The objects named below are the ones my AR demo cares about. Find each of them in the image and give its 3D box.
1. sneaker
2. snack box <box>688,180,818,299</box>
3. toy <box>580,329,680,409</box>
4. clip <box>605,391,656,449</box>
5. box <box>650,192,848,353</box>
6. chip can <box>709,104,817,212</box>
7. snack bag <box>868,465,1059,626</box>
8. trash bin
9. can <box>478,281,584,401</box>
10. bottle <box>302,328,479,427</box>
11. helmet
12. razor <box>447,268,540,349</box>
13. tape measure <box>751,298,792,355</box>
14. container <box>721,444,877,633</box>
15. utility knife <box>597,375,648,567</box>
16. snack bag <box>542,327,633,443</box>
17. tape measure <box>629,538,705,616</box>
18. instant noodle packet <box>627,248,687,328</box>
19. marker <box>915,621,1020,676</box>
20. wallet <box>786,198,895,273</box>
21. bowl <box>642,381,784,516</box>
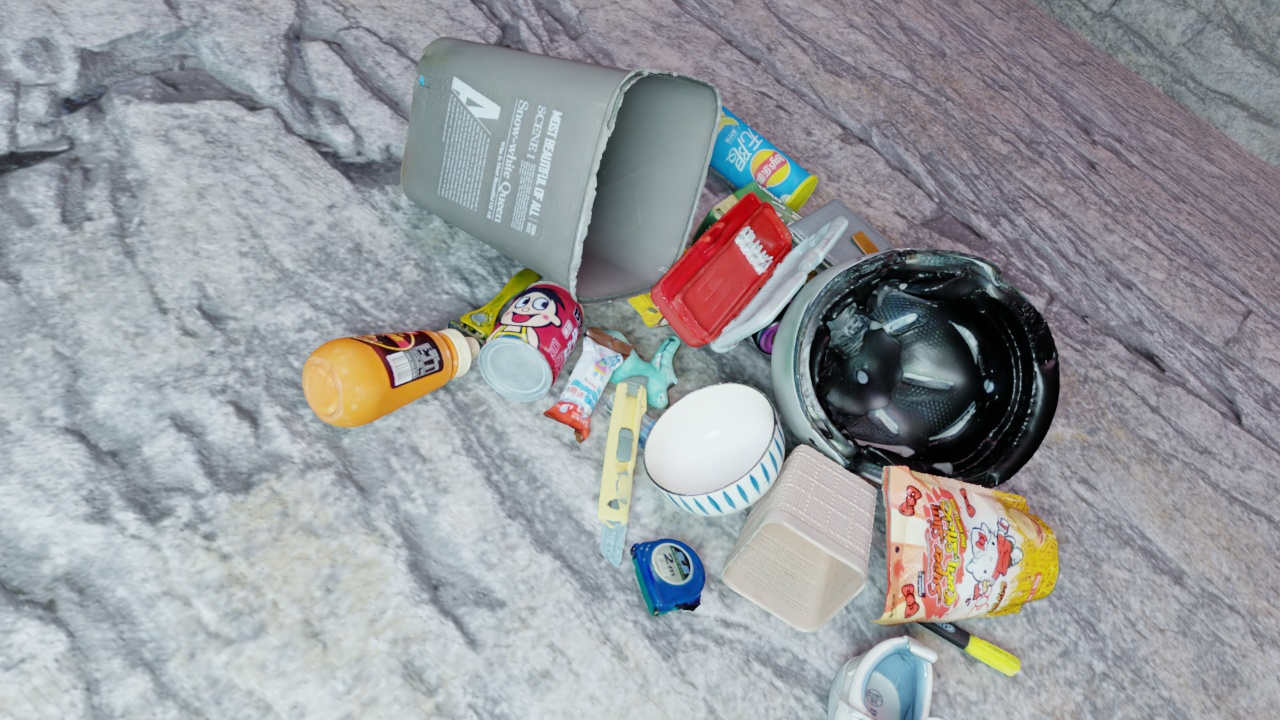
[{"bbox_3d":[0.156,0.287,0.607,0.089,0.091,0.241,31,42,2],"label":"sneaker"},{"bbox_3d":[0.179,-0.094,1.015,0.240,0.063,0.114,39,40,10],"label":"snack box"},{"bbox_3d":[-0.005,0.005,0.832,0.092,0.030,0.096,33,62,-1],"label":"toy"},{"bbox_3d":[-0.007,0.051,0.800,0.058,0.037,0.025,44,48,11],"label":"clip"},{"bbox_3d":[0.107,-0.097,0.863,0.094,0.100,0.200,50,48,-9],"label":"box"},{"bbox_3d":[0.117,-0.261,1.139,0.210,0.071,0.071,41,42,13],"label":"chip can"},{"bbox_3d":[0.272,0.163,0.783,0.207,0.073,0.128,12,83,-37],"label":"snack bag"},{"bbox_3d":[-0.077,-0.182,0.820,0.220,0.199,0.198,24,21,23],"label":"trash bin"},{"bbox_3d":[-0.090,-0.019,0.782,0.066,0.067,0.093,28,41,-3],"label":"can"},{"bbox_3d":[-0.184,0.005,0.713,0.067,0.067,0.149,47,37,18],"label":"bottle"},{"bbox_3d":[0.235,0.009,0.863,0.273,0.230,0.157,10,1,-24],"label":"helmet"},{"bbox_3d":[-0.122,-0.055,0.833,0.043,0.028,0.132,31,39,5],"label":"razor"},{"bbox_3d":[0.141,-0.035,0.940,0.057,0.057,0.039,28,34,-40],"label":"tape measure"},{"bbox_3d":[0.134,0.139,0.743,0.090,0.090,0.110,32,38,2],"label":"container"},{"bbox_3d":[-0.015,0.085,0.755,0.031,0.019,0.182,12,58,-6],"label":"utility knife"},{"bbox_3d":[-0.046,0.020,0.787,0.045,0.026,0.105,26,62,-1],"label":"snack bag"},{"bbox_3d":[0.022,0.164,0.699,0.054,0.025,0.058,0,53,-32],"label":"tape measure"},{"bbox_3d":[0.013,-0.091,0.932,0.110,0.044,0.128,-18,58,-39],"label":"instant noodle packet"},{"bbox_3d":[0.268,0.233,0.782,0.124,0.015,0.018,29,36,1],"label":"marker"},{"bbox_3d":[0.223,-0.127,0.998,0.106,0.037,0.129,42,40,14],"label":"wallet"},{"bbox_3d":[0.068,0.082,0.759,0.116,0.117,0.066,-86,151,-46],"label":"bowl"}]
